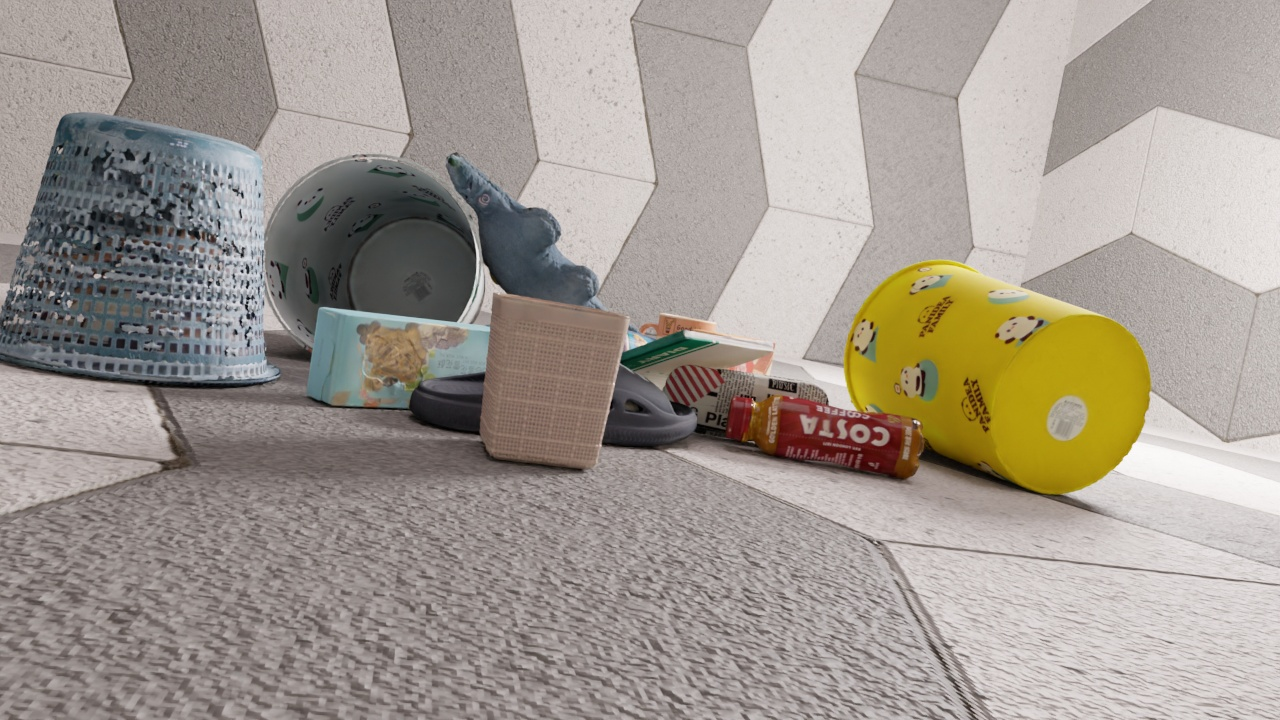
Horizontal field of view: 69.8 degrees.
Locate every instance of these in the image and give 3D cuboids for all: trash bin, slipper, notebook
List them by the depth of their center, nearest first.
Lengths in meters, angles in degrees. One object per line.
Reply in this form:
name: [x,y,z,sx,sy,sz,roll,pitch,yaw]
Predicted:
trash bin: [-0.407,-0.093,0.764,0.226,0.195,0.226,10,4,-1]
slipper: [-0.060,0.022,0.785,0.267,0.083,0.111,5,8,-32]
notebook: [0.008,0.010,0.920,0.210,0.012,0.150,-20,-17,37]
trash bin: [0.386,0.018,1.004,0.229,0.230,0.255,8,10,-17]
trash bin: [-0.289,-0.103,1.085,0.229,0.229,0.252,9,-1,-3]

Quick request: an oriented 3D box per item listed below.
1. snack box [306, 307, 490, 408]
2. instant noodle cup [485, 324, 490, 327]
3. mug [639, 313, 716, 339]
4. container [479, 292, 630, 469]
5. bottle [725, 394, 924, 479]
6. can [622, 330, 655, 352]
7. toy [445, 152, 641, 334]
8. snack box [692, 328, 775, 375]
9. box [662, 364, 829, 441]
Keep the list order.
snack box: [-0.192,0.002,0.788,0.174,0.074,0.052,6,5,-44]
instant noodle cup: [-0.124,-0.004,0.966,0.099,0.099,0.109,13,13,41]
mug: [0.047,-0.014,1.350,0.115,0.106,0.081,11,4,21]
container: [-0.067,0.014,0.657,0.090,0.111,0.090,8,5,-16]
bottle: [0.167,0.067,0.847,0.175,0.057,0.057,10,4,2]
can: [-0.006,0.006,1.057,0.111,0.075,0.075,17,-1,-35]
toy: [-0.134,-0.124,1.200,0.356,0.091,0.138,47,-29,-18]
snack box: [0.123,0.011,1.279,0.094,0.093,0.077,6,6,-41]
box: [0.102,0.041,0.897,0.163,0.076,0.086,10,-32,-1]
